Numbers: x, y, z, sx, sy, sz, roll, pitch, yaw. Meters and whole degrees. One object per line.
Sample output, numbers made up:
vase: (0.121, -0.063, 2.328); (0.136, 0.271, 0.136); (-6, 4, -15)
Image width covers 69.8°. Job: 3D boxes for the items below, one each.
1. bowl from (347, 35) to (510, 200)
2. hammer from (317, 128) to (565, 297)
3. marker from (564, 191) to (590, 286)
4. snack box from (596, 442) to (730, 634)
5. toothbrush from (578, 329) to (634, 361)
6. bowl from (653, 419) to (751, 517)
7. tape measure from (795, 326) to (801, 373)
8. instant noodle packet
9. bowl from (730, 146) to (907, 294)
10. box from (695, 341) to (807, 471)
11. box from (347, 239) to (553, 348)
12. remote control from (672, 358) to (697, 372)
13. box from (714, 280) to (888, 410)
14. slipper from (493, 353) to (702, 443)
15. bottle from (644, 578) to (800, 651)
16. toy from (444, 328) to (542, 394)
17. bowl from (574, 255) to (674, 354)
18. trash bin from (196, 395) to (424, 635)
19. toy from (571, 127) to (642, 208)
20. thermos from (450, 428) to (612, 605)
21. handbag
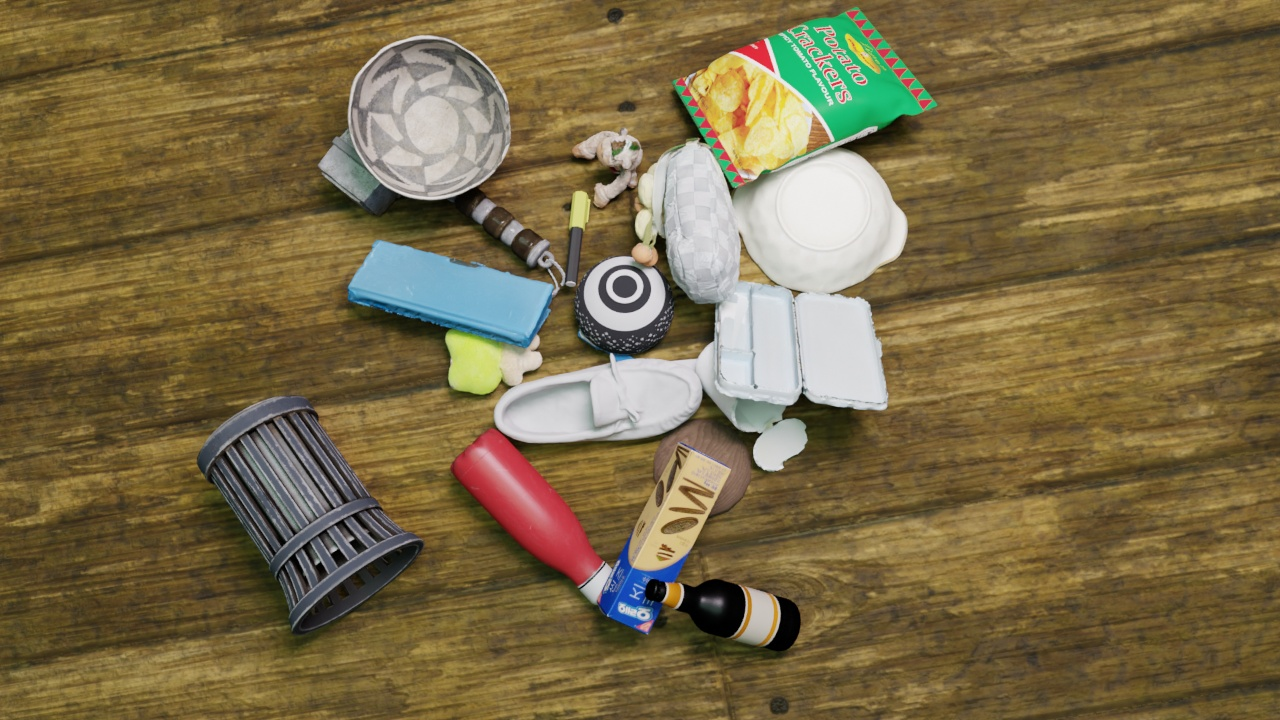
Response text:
bowl: (-0.240, -0.271, 1.051); (0.178, 0.081, 0.178); (-1, 95, -10)
hammer: (-0.215, -0.201, 1.126); (0.326, 0.079, 0.177); (38, 86, 2)
marker: (-0.078, -0.148, 1.121); (0.021, 0.018, 0.123); (16, 67, -29)
snack box: (0.025, 0.196, 1.019); (0.056, 0.057, 0.206); (28, 86, -17)
toothbrush: (-0.006, 0.006, 1.096); (0.166, 0.014, 0.016); (34, 77, 14)
bowl: (0.073, 0.126, 1.078); (0.118, 0.030, 0.117); (-1, 82, 4)
tape measure: (0.179, -0.012, 1.088); (0.065, 0.037, 0.064); (8, 82, 5)
instant noodle packet: (0.188, -0.319, 1.092); (0.252, 0.090, 0.195); (-22, 58, -2)
bowl: (0.215, -0.178, 1.099); (0.219, 0.060, 0.188); (14, 83, 6)
box: (0.129, 0.049, 1.075); (0.080, 0.150, 0.106); (-31, 40, -4)
box: (-0.226, -0.075, 1.102); (0.231, 0.053, 0.093); (14, 54, 6)
remote control: (0.011, 0.020, 1.105); (0.131, 0.012, 0.033); (-5, 73, 3)
box: (0.176, -0.020, 1.030); (0.189, 0.037, 0.208); (9, 38, -3)
slipper: (-0.052, 0.048, 1.065); (0.247, 0.074, 0.112); (-7, 107, 7)
bottle: (0.087, 0.270, 1.002); (0.181, 0.059, 0.059); (21, 82, -23)
toy: (-0.177, -0.006, 1.106); (0.115, 0.046, 0.092); (-7, 82, -4)
bowl: (-0.019, -0.074, 1.083); (0.120, 0.066, 0.120); (0, 70, -1)
trash bin: (-0.380, 0.166, 1.040); (0.164, 0.164, 0.227); (-39, 78, -3)
toy: (-0.030, -0.238, 1.104); (0.074, 0.106, 0.085); (-12, 88, -19)
thermos: (-0.115, 0.186, 1.060); (0.073, 0.073, 0.240); (-43, 89, -3)
handbag: (0.051, -0.150, 1.056); (0.123, 0.112, 0.171); (-8, 63, 9)
